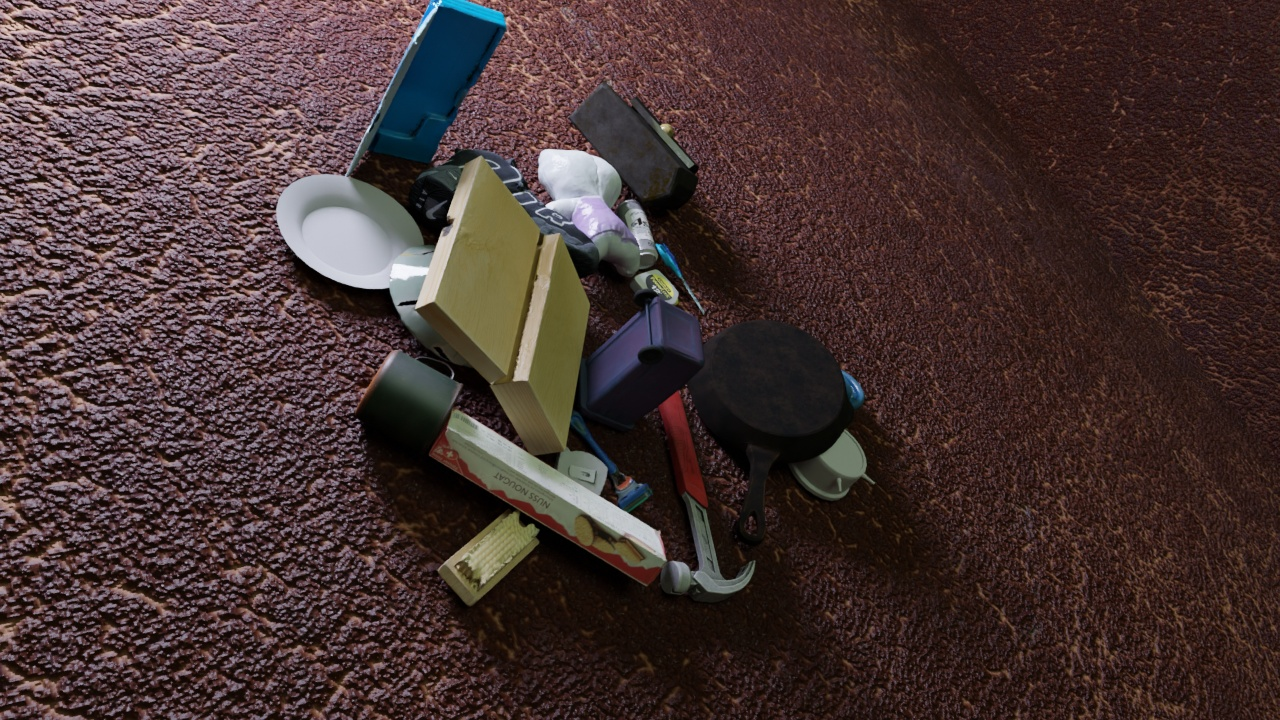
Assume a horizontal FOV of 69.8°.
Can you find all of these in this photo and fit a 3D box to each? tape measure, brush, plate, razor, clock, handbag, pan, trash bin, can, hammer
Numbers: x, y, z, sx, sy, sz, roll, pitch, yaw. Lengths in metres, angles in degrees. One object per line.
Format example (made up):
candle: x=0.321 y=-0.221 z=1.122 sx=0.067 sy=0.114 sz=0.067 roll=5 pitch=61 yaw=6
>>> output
tape measure: x=0.022 y=-0.100 z=1.330 sx=0.064 sy=0.017 sz=0.064 roll=50 pitch=40 yaw=9
brush: x=-0.147 y=0.192 z=0.919 sx=0.049 sy=0.039 sz=0.116 roll=48 pitch=38 yaw=4
plate: x=-0.340 y=-0.147 z=1.077 sx=0.172 sy=0.019 sz=0.172 roll=22 pitch=44 yaw=-23
razor: x=-0.043 y=0.115 z=1.087 sx=0.043 sy=0.018 sz=0.141 roll=-35 pitch=76 yaw=-13
clock: x=0.252 y=0.123 z=1.294 sx=0.119 sy=0.061 sz=0.159 roll=-4 pitch=54 yaw=-41
handbag: x=0.014 y=-0.331 z=1.448 sx=0.197 sy=0.102 sz=0.199 roll=49 pitch=14 yaw=7
pan: x=0.170 y=0.081 z=1.221 sx=0.248 sy=0.043 sz=0.355 roll=15 pitch=52 yaw=-2
trash bin: x=-0.006 y=0.006 z=1.100 sx=0.092 sy=0.161 sz=0.093 roll=24 pitch=43 yaw=-30
can: x=-0.006 y=-0.187 z=1.363 sx=0.044 sy=0.044 sz=0.106 roll=9 pitch=50 yaw=-33
hammer: x=0.061 y=0.146 z=1.137 sx=0.126 sy=0.036 sz=0.315 roll=15 pitch=46 yaw=-32
tape measure: x=-0.070 y=0.131 z=1.043 sx=0.062 sy=0.020 sz=0.060 roll=19 pitch=44 yaw=-12

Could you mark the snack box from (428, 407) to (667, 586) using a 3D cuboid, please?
snack box: x=-0.096 y=0.146 z=0.974 sx=0.273 sy=0.044 sz=0.076 roll=33 pitch=9 yaw=-13

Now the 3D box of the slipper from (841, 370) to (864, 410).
slipper: x=0.251 y=0.019 z=1.373 sx=0.213 sy=0.059 sz=0.103 roll=13 pitch=34 yaw=-30

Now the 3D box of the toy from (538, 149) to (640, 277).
toy: x=-0.073 y=-0.218 z=1.302 sx=0.137 sy=0.086 sz=0.209 roll=4 pitch=52 yaw=-38

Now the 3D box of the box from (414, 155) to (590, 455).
box: x=-0.141 y=-0.063 z=1.041 sx=0.257 sy=0.076 sz=0.246 roll=52 pitch=29 yaw=-37

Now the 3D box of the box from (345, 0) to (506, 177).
box: x=-0.279 y=-0.330 z=1.111 sx=0.075 sy=0.244 sz=0.166 roll=50 pitch=42 yaw=5

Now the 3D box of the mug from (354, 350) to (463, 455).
mug: x=-0.236 y=0.033 z=0.952 sx=0.081 sy=0.085 sz=0.110 roll=31 pitch=41 yaw=-12

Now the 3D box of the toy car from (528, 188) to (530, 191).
toy car: x=-0.160 y=-0.206 z=1.268 sx=0.038 sy=0.025 sz=0.089 roll=-19 pitch=63 yaw=-28

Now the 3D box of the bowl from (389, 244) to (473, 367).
bowl: x=-0.201 y=-0.082 z=1.078 sx=0.174 sy=0.068 sz=0.173 roll=27 pitch=44 yaw=-29

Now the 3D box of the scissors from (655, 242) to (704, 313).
scissors: x=0.065 y=-0.122 z=1.379 sx=0.134 sy=0.016 sz=0.073 roll=55 pitch=13 yaw=0

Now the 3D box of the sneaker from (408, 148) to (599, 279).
sneaker: x=-0.163 y=-0.200 z=1.201 sx=0.252 sy=0.097 sz=0.150 roll=26 pitch=47 yaw=-11
